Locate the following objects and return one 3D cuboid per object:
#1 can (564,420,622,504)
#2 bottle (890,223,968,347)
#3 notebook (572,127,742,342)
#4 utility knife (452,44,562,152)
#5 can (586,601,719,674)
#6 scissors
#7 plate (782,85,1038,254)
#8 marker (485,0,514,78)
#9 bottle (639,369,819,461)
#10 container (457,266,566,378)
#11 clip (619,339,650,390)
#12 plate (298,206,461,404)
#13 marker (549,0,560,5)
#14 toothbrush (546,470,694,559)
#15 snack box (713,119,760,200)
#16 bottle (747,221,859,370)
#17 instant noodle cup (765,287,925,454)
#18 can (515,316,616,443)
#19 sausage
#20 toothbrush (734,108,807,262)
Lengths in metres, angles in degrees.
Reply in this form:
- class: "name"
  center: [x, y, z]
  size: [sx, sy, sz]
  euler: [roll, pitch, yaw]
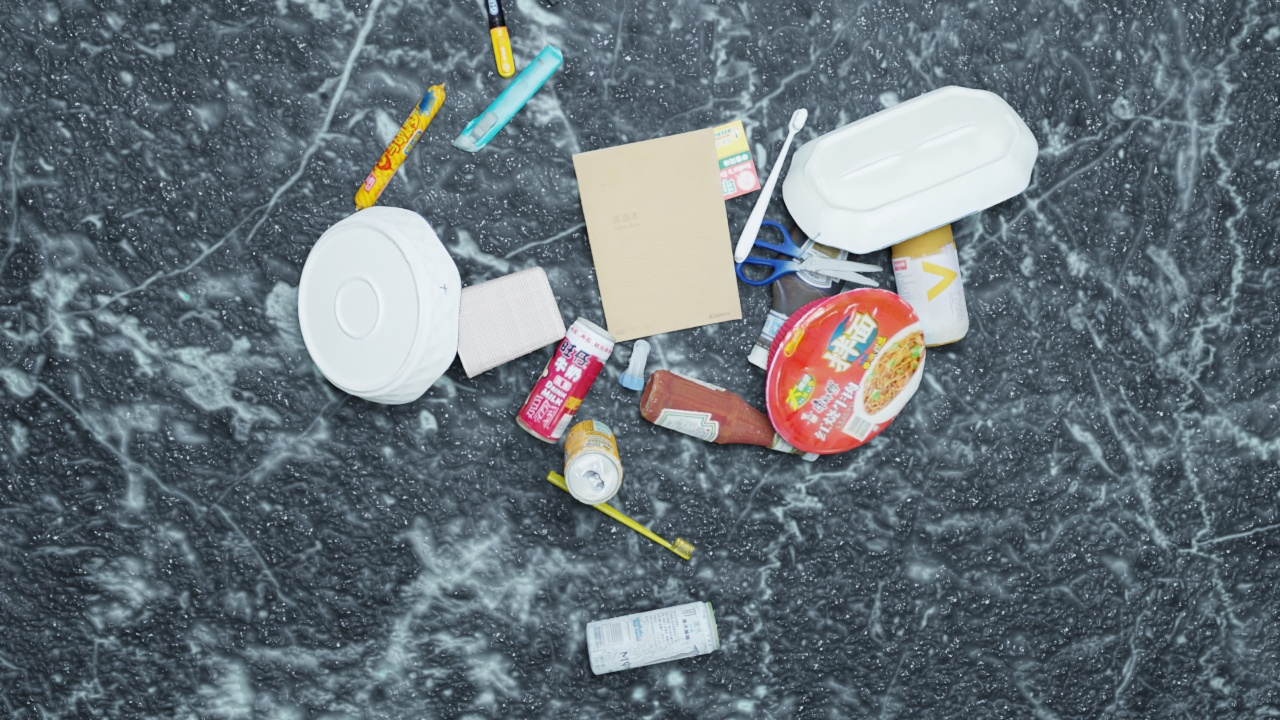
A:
- class: "can"
  center: [-0.051, 0.105, 0.967]
  size: [0.058, 0.146, 0.058]
  euler: [-1, 98, -4]
- class: "bottle"
  center: [0.309, -0.111, 0.998]
  size: [0.068, 0.068, 0.189]
  euler: [-13, 97, -2]
- class: "notebook"
  center: [0.021, -0.129, 0.984]
  size: [0.149, 0.012, 0.212]
  euler: [-11, 111, 0]
- class: "utility knife"
  center: [-0.140, -0.276, 0.974]
  size: [0.029, 0.012, 0.151]
  euler: [44, 93, -11]
- class: "can"
  center: [0.013, 0.315, 1.045]
  size: [0.146, 0.058, 0.058]
  euler: [-10, 98, -2]
- class: "scissors"
  center: [0.177, -0.113, 0.963]
  size: [0.174, 0.012, 0.124]
  euler: [-15, 70, 33]
- class: "plate"
  center: [0.279, -0.209, 0.953]
  size: [0.265, 0.034, 0.162]
  euler: [-21, 60, -1]
- class: "marker"
  center: [-0.151, -0.360, 0.961]
  size: [0.018, 0.015, 0.124]
  euler: [-11, 97, -7]
- class: "bottle"
  center: [0.103, 0.066, 1.016]
  size: [0.206, 0.060, 0.060]
  euler: [18, 96, -8]
- class: "container"
  center: [-0.143, -0.045, 0.971]
  size: [0.111, 0.090, 0.090]
  euler: [-20, 98, -4]
- class: "clip"
  center: [-0.004, 0.004, 1.021]
  size: [0.027, 0.045, 0.058]
  euler: [16, 91, -5]
- class: "plate"
  center: [-0.273, -0.055, 0.933]
  size: [0.205, 0.045, 0.205]
  euler: [3, 97, 29]
- class: "marker"
  center: [-0.133, -0.419, 0.952]
  size: [0.130, 0.018, 0.023]
  euler: [38, 103, -8]
- class: "toothbrush"
  center: [-0.022, 0.175, 1.045]
  size: [0.190, 0.016, 0.016]
  euler: [31, 90, -7]
- class: "snack box"
  center: [0.044, -0.198, 0.990]
  size: [0.156, 0.027, 0.077]
  euler: [-18, 101, -1]
- class: "bottle"
  center: [0.177, -0.080, 1.008]
  size: [0.080, 0.044, 0.195]
  euler: [25, 97, -5]
- class: "instant noodle cup"
  center: [0.208, 0.004, 0.988]
  size: [0.193, 0.066, 0.194]
  euler: [-9, 116, -19]
- class: "can"
  center: [-0.080, 0.021, 0.998]
  size: [0.053, 0.053, 0.133]
  euler: [30, 97, -7]
- class: "sausage"
  center: [-0.254, -0.225, 0.970]
  size: [0.021, 0.021, 0.165]
  euler: [35, 94, -8]
- class: "toothbrush"
  center: [0.141, -0.189, 0.992]
  size: [0.016, 0.016, 0.180]
  euler: [23, 89, -11]
